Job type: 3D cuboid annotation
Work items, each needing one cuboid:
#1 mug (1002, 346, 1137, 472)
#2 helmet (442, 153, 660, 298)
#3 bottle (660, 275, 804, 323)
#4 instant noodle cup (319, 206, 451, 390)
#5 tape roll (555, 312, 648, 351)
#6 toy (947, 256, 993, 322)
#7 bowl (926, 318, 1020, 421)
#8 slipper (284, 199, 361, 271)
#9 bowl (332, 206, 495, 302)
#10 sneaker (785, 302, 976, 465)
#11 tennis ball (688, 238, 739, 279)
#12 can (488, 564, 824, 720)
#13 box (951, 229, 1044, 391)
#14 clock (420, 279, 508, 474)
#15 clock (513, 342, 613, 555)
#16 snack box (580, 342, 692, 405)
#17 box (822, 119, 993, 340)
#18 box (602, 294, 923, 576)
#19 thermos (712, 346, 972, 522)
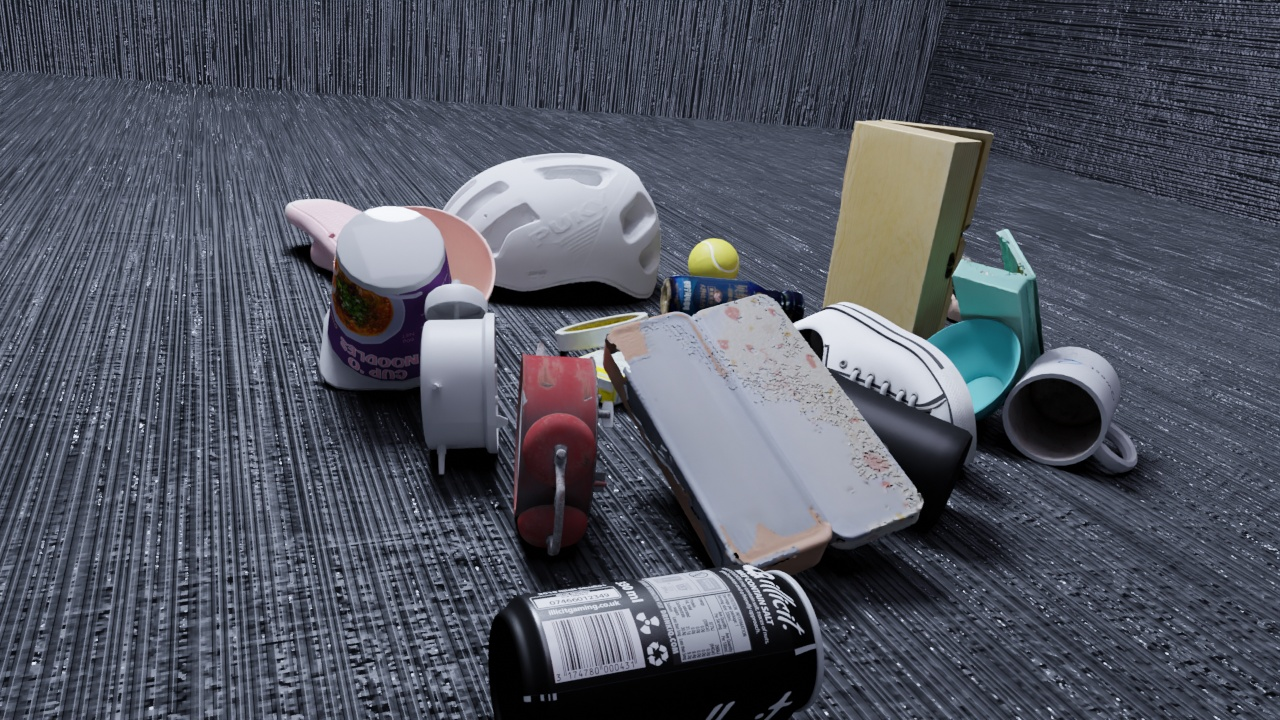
[{"bbox_3d":[0.392,0.052,0.820,0.119,0.083,0.096,45,34,14],"label":"mug"},{"bbox_3d":[-0.118,-0.156,1.123,0.282,0.184,0.224,-12,19,-5],"label":"helmet"},{"bbox_3d":[0.104,-0.064,1.039,0.160,0.056,0.056,4,21,-9],"label":"bottle"},{"bbox_3d":[-0.210,-0.053,0.759,0.122,0.122,0.136,39,58,12],"label":"instant noodle cup"},{"bbox_3d":[-0.037,-0.029,0.910,0.094,0.019,0.094,-11,9,2],"label":"tape roll"},{"bbox_3d":[0.426,-0.081,1.168,0.132,0.076,0.175,1,30,-14],"label":"toy"},{"bbox_3d":[0.307,0.022,0.862,0.046,0.121,0.121,42,6,-28],"label":"bowl"},{"bbox_3d":[-0.345,-0.140,1.093,0.106,0.056,0.222,-13,38,-45],"label":"slipper"},{"bbox_3d":[-0.217,-0.068,0.888,0.153,0.076,0.152,6,57,-9],"label":"bowl"},{"bbox_3d":[0.197,0.022,0.826,0.097,0.091,0.245,-20,33,-13],"label":"sneaker"},{"bbox_3d":[0.094,-0.123,1.175,0.065,0.065,0.065,6,21,-3],"label":"tennis ball"},{"bbox_3d":[0.007,0.144,0.438,0.145,0.080,0.080,-2,23,-23],"label":"can"},{"bbox_3d":[0.369,-0.048,0.901,0.077,0.189,0.079,25,71,38],"label":"box"},{"bbox_3d":[-0.134,0.006,0.706,0.061,0.120,0.159,-1,33,-8],"label":"clock"},{"bbox_3d":[-0.050,0.061,0.600,0.062,0.110,0.156,3,28,-9],"label":"clock"},{"bbox_3d":[-0.005,0.005,0.869,0.061,0.026,0.148,20,24,31],"label":"snack box"},{"bbox_3d":[0.281,-0.125,0.988,0.142,0.249,0.184,19,24,26],"label":"box"},{"bbox_3d":[0.080,0.044,0.639,0.150,0.043,0.216,-12,51,-23],"label":"box"},{"bbox_3d":[0.137,0.047,0.714,0.219,0.106,0.105,23,26,24],"label":"thermos"}]
